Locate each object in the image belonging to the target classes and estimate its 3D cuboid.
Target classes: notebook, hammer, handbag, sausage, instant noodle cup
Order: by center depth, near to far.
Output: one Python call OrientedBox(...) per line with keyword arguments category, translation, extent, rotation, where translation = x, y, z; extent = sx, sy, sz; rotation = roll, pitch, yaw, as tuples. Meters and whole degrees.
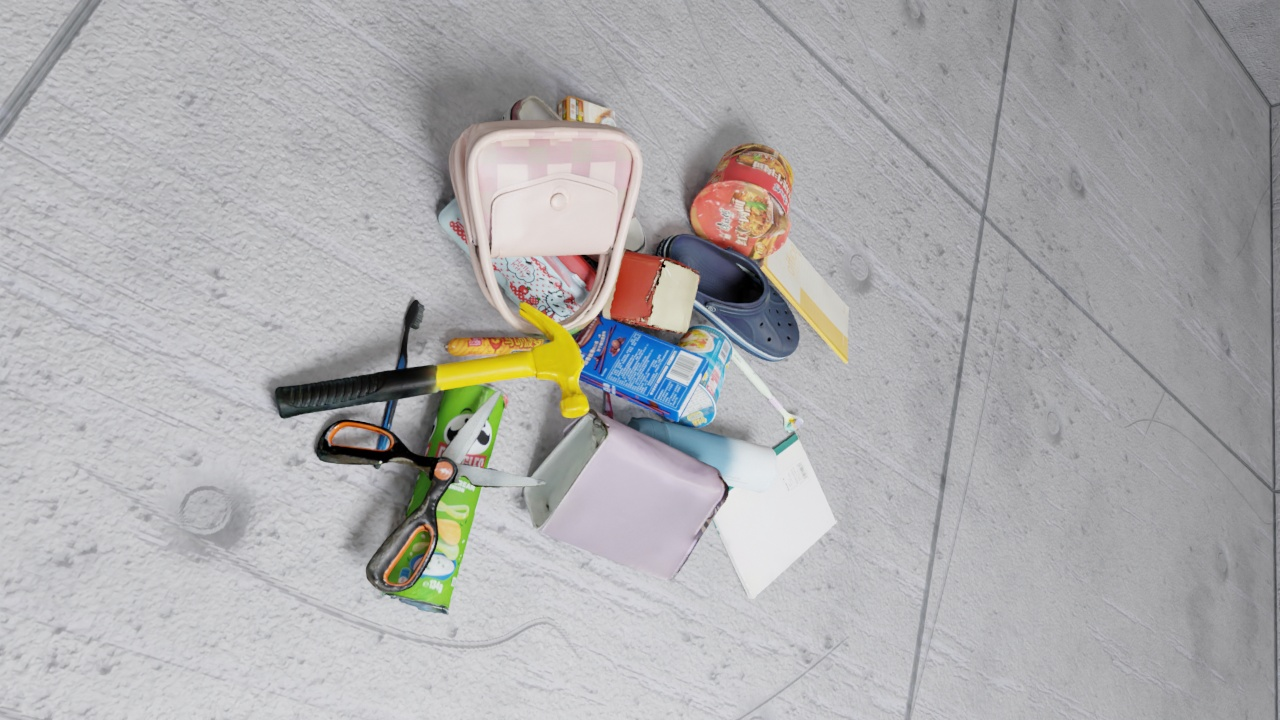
OrientedBox(category="hammer", translation=(-0.206, 0.017, 0.920), extent=(0.300, 0.033, 0.128), rotation=(-10, 69, -14))
OrientedBox(category="handbag", translation=(-0.100, -0.140, 0.994), extent=(0.193, 0.093, 0.234), rotation=(-5, 104, -24))
OrientedBox(category="handbag", translation=(-0.014, 0.151, 1.049), extent=(0.197, 0.145, 0.098), rotation=(28, 20, -32))
OrientedBox(category="sausage", translation=(-0.151, -0.016, 1.056), extent=(0.164, 0.022, 0.021), rotation=(-2, 81, -38))
OrientedBox(category="instant noodle cup", translation=(0.069, 0.013, 1.180), extent=(0.099, 0.099, 0.109), rotation=(47, 49, -20))
OrientedBox(category="notebook", translation=(0.185, 0.210, 1.272), extent=(0.208, 0.012, 0.150), rotation=(-28, 96, -39))
OrientedBox(category="instant noodle cup", translation=(0.147, -0.225, 1.273), extent=(0.138, 0.138, 0.108), rotation=(40, 49, -24))
OrientedBox(category="notebook", translation=(0.246, -0.106, 1.360), extent=(0.206, 0.010, 0.145), rotation=(45, 34, -21))

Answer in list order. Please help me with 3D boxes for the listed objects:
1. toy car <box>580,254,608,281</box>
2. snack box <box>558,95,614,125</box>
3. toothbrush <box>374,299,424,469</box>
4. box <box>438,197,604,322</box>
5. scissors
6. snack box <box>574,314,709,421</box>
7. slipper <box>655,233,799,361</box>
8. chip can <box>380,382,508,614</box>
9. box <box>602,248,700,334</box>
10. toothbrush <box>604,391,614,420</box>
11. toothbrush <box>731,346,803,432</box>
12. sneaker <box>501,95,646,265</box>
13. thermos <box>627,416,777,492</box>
OrientedBox(category="toy car", translation=(-0.041, -0.119, 1.158), extent=(0.048, 0.031, 0.105), rotation=(-42, 100, -33))
OrientedBox(category="snack box", translation=(-0.068, -0.255, 1.172), extent=(0.075, 0.026, 0.153), rotation=(8, 76, -36))
OrientedBox(category="toothbrush", translation=(-0.255, 0.024, 0.972), extent=(0.016, 0.014, 0.189), rotation=(35, 58, -54))
OrientedBox(category="box", translation=(-0.139, -0.123, 1.070), extent=(0.100, 0.095, 0.201), rotation=(-42, 109, 3))
OrientedBox(category="scissors", translation=(-0.212, 0.120, 0.905), extent=(0.233, 0.022, 0.220), rotation=(13, 70, 0))
OrientedBox(category="snack box", translation=(-0.007, 0.006, 1.100), extent=(0.157, 0.026, 0.084), rotation=(23, 58, 14))
OrientedBox(category="slipper", translation=(0.134, -0.096, 1.252), extent=(0.252, 0.095, 0.105), rotation=(33, 64, -24))
OrientedBox(category="chip can", translation=(-0.200, 0.137, 0.951), extent=(0.072, 0.072, 0.235), rotation=(26, 66, -31))
OrientedBox(category="box", translation=(0.023, -0.077, 1.110), extent=(0.168, 0.078, 0.091), rotation=(4, 99, -72))
OrientedBox(category="toothbrush", translation=(-0.041, 0.074, 1.125), extent=(0.017, 0.016, 0.187), rotation=(-2, 81, -30))
OrientedBox(category="toothbrush", translation=(0.165, 0.030, 1.294), extent=(0.189, 0.029, 0.020), rotation=(48, 13, -18))
OrientedBox(category="sneaker", translation=(-0.065, -0.214, 1.091), extent=(0.241, 0.088, 0.118), rotation=(52, 56, -17))
OrientedBox(category="thermos", translation=(0.074, 0.121, 1.168), extent=(0.220, 0.070, 0.070), rotation=(15, 71, -32))
